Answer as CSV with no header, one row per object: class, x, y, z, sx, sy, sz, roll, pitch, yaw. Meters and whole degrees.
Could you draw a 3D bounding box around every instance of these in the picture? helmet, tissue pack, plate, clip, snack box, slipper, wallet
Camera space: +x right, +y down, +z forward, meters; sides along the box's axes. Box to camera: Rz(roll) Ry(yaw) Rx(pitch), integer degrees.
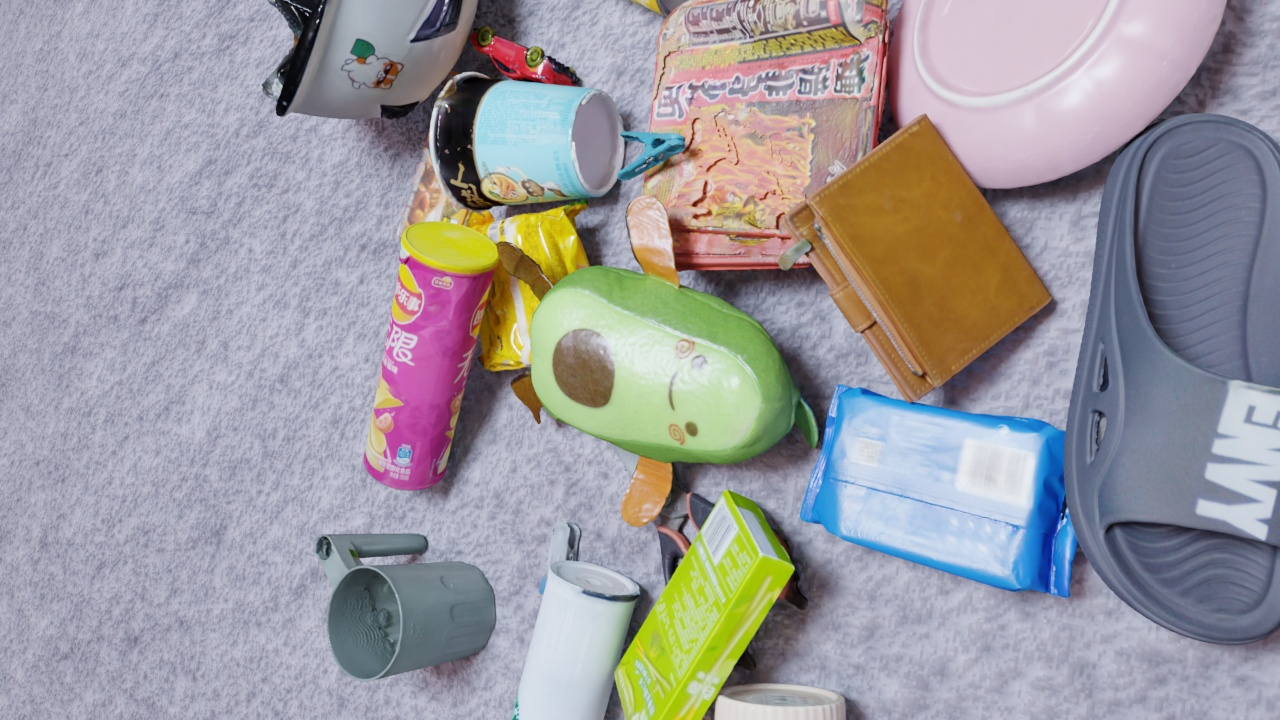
helmet,-0.215,-0.310,0.769,0.231,0.156,0.273,-51,44,37
tissue pack,0.173,0.072,0.531,0.157,0.052,0.095,12,88,34
plate,0.218,-0.195,0.517,0.193,0.039,0.192,-18,65,43
clip,-0.059,0.151,0.696,0.026,0.042,0.058,0,81,35
snack box,-0.158,-0.169,0.799,0.075,0.026,0.154,23,96,33
clip,0.007,-0.138,0.601,0.054,0.013,0.033,-3,80,40
slipper,0.272,-0.001,0.440,0.111,0.083,0.268,4,81,12
snack box,0.036,0.167,0.579,0.156,0.026,0.085,-61,18,11
wallet,0.152,-0.054,0.516,0.119,0.035,0.130,-36,93,-6

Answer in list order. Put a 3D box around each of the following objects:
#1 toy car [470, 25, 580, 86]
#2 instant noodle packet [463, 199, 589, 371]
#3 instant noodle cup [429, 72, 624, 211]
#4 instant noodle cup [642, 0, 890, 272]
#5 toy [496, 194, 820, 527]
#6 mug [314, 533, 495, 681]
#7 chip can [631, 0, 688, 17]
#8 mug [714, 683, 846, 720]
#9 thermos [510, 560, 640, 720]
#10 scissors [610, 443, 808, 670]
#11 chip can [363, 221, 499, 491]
toy car,-0.099,-0.246,0.757,0.106,0.049,0.031,34,101,31
instant noodle packet,-0.084,-0.058,0.713,0.111,0.044,0.128,-3,96,27
instant noodle cup,-0.081,-0.168,0.707,0.121,0.111,0.111,8,88,28
instant noodle cup,0.086,-0.146,0.601,0.165,0.079,0.188,4,86,35
toy,-0.004,0.004,0.609,0.247,0.089,0.227,13,115,31
mug,-0.187,0.185,0.724,0.084,0.103,0.124,-49,60,18
chip can,-0.035,-0.332,0.714,0.213,0.072,0.072,37,104,30
mug,0.077,0.256,0.561,0.115,0.081,0.105,-17,70,61
thermos,-0.063,0.260,0.653,0.073,0.073,0.224,17,93,34
scissors,0.035,0.103,0.641,0.206,0.015,0.201,3,85,35
chip can,-0.166,0.001,0.716,0.071,0.071,0.211,39,125,31
